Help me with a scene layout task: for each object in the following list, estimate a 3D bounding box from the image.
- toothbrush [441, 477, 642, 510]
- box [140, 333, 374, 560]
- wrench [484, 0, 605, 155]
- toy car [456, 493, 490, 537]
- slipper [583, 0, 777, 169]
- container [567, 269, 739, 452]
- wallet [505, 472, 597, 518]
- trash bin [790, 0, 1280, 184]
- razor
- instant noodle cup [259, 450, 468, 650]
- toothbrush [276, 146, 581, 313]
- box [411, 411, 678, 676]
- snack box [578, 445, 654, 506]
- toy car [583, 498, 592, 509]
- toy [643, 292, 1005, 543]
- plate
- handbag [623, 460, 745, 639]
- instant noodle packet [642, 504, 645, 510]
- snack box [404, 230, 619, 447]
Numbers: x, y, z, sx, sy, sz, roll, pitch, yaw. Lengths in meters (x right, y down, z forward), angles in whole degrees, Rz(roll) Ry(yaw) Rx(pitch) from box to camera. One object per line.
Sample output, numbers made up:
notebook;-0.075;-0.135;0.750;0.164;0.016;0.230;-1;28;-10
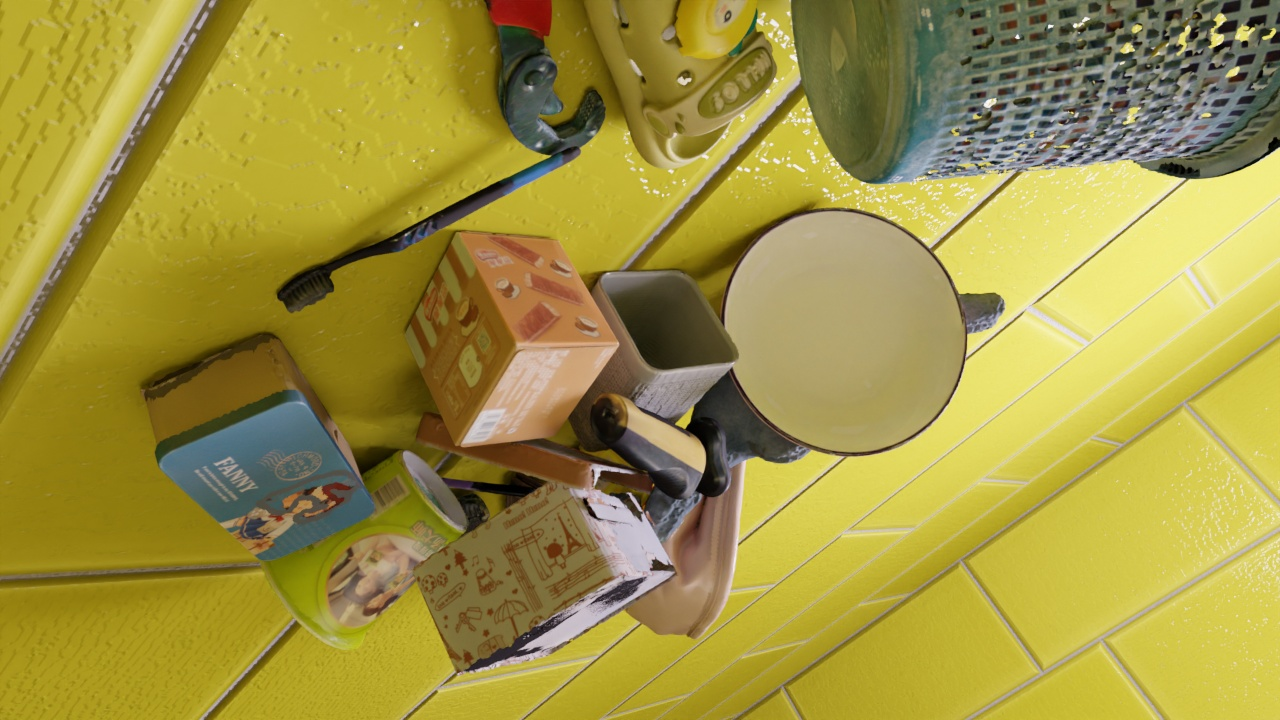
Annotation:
toothbrush;-0.088;0.110;0.770;0.189;0.014;0.017;10;122;-13
box;-0.234;0.057;0.574;0.089;0.061;0.184;-26;153;-11
wrench;-0.051;-0.177;0.399;0.056;0.016;0.274;-27;157;-9
toy car;-0.161;0.152;0.827;0.049;0.031;0.106;-20;149;-18
slipper;0.034;-0.156;0.460;0.091;0.081;0.191;-45;159;-12
container;-0.004;0.004;0.685;0.090;0.090;0.115;-6;146;-38
wallet;-0.066;0.156;0.842;0.032;0.124;0.101;-59;168;-31
trash bin;0.190;-0.185;0.466;0.195;0.226;0.227;-14;150;-5
razor;0.015;0.056;0.651;0.067;0.062;0.167;-58;148;-3
instant noodle cup;-0.200;0.135;0.693;0.123;0.111;0.112;-39;152;-2
toothbrush;-0.117;-0.074;0.513;0.189;0.016;0.014;-26;158;0
box;-0.077;0.104;0.662;0.153;0.177;0.182;-34;161;5
snack box;-0.008;0.092;0.837;0.079;0.082;0.091;-20;153;-48
toy car;-0.077;0.165;0.926;0.042;0.034;0.091;0;133;-42
toy;0.129;0.018;0.775;0.356;0.138;0.091;-35;142;-6
plate;0.152;-0.021;0.706;0.192;0.192;0.039;-26;173;-10
handbag;0.061;0.139;0.881;0.194;0.093;0.233;102;12;-61
instant noodle packet;-0.013;0.166;0.949;0.128;0.044;0.111;-39;166;-40
snack box;-0.082;-0.013;0.571;0.076;0.094;0.093;-3;141;-42
